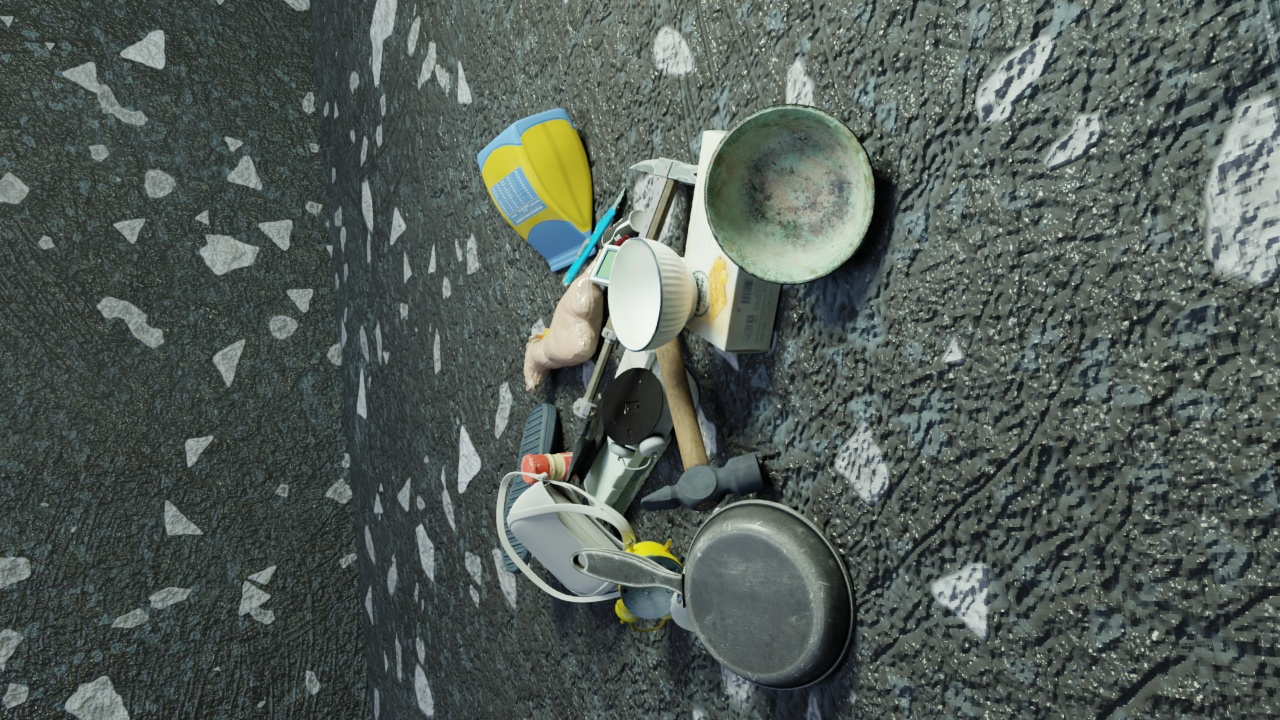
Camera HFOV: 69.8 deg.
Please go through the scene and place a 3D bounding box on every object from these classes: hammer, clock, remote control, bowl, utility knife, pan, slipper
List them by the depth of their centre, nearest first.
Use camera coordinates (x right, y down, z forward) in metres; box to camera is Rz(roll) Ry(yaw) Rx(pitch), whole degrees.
[{"bbox_3d":[0.136,-0.149,0.823,0.158,0.038,0.157,8,107,26],"label":"bowl"},{"bbox_3d":[0.052,0.231,0.949,0.358,0.055,0.187,-1,93,37],"label":"pan"},{"bbox_3d":[0.019,-0.069,0.958,0.118,0.062,0.118,10,102,62],"label":"bowl"},{"bbox_3d":[0.038,0.021,1.034,0.040,0.129,0.321,60,-166,-54],"label":"hammer"},{"bbox_3d":[-0.016,-0.080,1.059,0.147,0.028,0.317,27,98,48],"label":"hammer"},{"bbox_3d":[-0.001,0.069,1.086,0.095,0.035,0.122,-10,70,40],"label":"clock"},{"bbox_3d":[0.005,-0.102,1.088,0.143,0.024,0.049,16,77,41],"label":"remote control"},{"bbox_3d":[0.011,0.275,1.104,0.057,0.083,0.119,-138,48,-72],"label":"clock"},{"bbox_3d":[0.034,0.011,1.109,0.136,0.013,0.043,58,140,42],"label":"remote control"},{"bbox_3d":[-0.007,0.007,1.164,0.136,0.011,0.050,113,143,-55],"label":"remote control"},{"bbox_3d":[-0.064,-0.163,1.239,0.179,0.015,0.031,-52,26,33],"label":"utility knife"},{"bbox_3d":[-0.145,0.196,1.397,0.101,0.082,0.263,-25,52,56],"label":"slipper"}]

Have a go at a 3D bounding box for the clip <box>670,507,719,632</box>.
[{"bbox_3d":[0.077,0.253,0.993,0.152,0.096,0.126,-112,30,-49],"label":"clip"}]

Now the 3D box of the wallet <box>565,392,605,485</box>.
[{"bbox_3d":[-0.067,0.107,1.237,0.114,0.026,0.089,-78,12,-56],"label":"wallet"}]

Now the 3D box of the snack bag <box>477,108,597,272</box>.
[{"bbox_3d":[-0.135,-0.235,1.321,0.159,0.102,0.205,-10,104,61],"label":"snack bag"}]

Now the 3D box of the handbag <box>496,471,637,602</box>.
[{"bbox_3d":[-0.086,0.224,1.190,0.216,0.095,0.223,46,147,-6],"label":"handbag"}]

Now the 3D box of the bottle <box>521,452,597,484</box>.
[{"bbox_3d":[-0.111,0.150,1.288,0.044,0.109,0.044,1,91,60],"label":"bottle"}]

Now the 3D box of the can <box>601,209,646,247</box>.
[{"bbox_3d":[-0.019,-0.164,1.168,0.081,0.031,0.031,-25,71,59],"label":"can"}]

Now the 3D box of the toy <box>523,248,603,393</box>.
[{"bbox_3d":[-0.111,-0.049,1.334,0.265,0.065,0.196,172,113,-69],"label":"toy"}]

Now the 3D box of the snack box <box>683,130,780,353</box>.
[{"bbox_3d":[0.098,-0.122,0.935,0.104,0.057,0.208,38,125,55],"label":"snack box"}]

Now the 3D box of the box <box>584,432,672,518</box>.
[{"bbox_3d":[-0.025,0.130,1.195,0.083,0.066,0.200,49,139,21],"label":"box"}]
